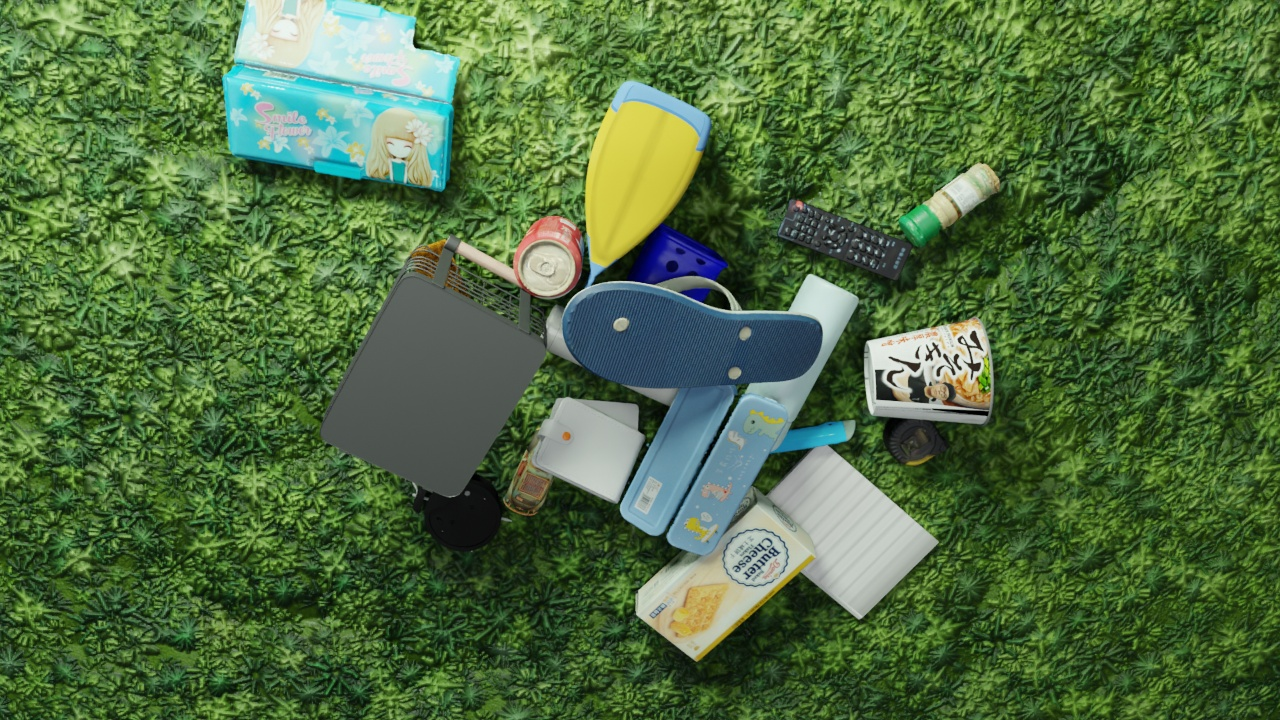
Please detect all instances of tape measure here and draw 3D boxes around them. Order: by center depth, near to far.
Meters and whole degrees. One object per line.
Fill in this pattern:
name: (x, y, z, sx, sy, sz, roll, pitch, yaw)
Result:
tape measure: (0.325, 0.093, 1.099, 0.063, 0.038, 0.067, -35, 105, 6)

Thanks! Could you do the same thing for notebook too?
notebook: (0.250, 0.214, 1.144, 0.209, 0.009, 0.143, 40, 99, -13)

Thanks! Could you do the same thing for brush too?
brush: (-0.216, -0.070, 1.034, 0.048, 0.017, 0.126, -19, 106, 2)

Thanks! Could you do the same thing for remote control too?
remote control: (0.230, -0.137, 1.040, 0.150, 0.022, 0.047, 20, 104, -7)

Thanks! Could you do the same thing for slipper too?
slipper: (0.053, -0.028, 0.959, 0.294, 0.060, 0.118, 4, 117, -22)

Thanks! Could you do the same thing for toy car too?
toy car: (-0.123, 0.137, 1.081, 0.047, 0.047, 0.112, 23, 99, -11)

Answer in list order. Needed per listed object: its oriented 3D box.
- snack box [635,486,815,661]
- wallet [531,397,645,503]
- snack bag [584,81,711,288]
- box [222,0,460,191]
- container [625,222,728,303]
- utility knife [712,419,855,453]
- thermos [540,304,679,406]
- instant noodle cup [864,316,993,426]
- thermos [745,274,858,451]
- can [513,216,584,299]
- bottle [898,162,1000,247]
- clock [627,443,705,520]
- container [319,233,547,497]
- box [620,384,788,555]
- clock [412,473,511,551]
snack box: (0.102, 0.261, 1.117, 0.104, 0.057, 0.208, 42, 104, -13)
wallet: (-0.056, 0.090, 1.069, 0.118, 0.038, 0.115, 27, 75, -13)
snack bag: (-0.012, -0.173, 0.944, 0.102, 0.159, 0.205, 23, 104, -6)
box: (-0.306, -0.279, 0.949, 0.227, 0.071, 0.182, 9, 106, -5)
container: (0.028, -0.081, 1.011, 0.085, 0.084, 0.114, 26, 104, -11)
utility knife: (0.173, 0.095, 1.102, 0.175, 0.031, 0.015, -7, 146, 0)
thermos: (-0.006, 0.006, 1.049, 0.224, 0.052, 0.052, 25, 103, -10)
instant noodle cup: (0.322, 0.017, 1.044, 0.122, 0.123, 0.124, -4, 106, 7)
thermos: (0.173, 0.007, 1.051, 0.065, 0.077, 0.207, 31, 102, 23)
can: (-0.093, -0.109, 0.951, 0.067, 0.170, 0.067, -1, 104, -2)
bottle: (0.344, -0.174, 1.025, 0.111, 0.043, 0.043, -36, 104, 5)
clock: (0.053, 0.147, 1.092, 0.124, 0.053, 0.090, 24, 104, -9)
container: (-0.216, 0.007, 0.982, 0.162, 0.130, 0.242, 28, 107, -17)
box: (0.069, 0.118, 1.031, 0.127, 0.034, 0.209, 27, 108, 3)
clock: (-0.216, 0.167, 1.087, 0.091, 0.042, 0.121, -38, 104, 7)
